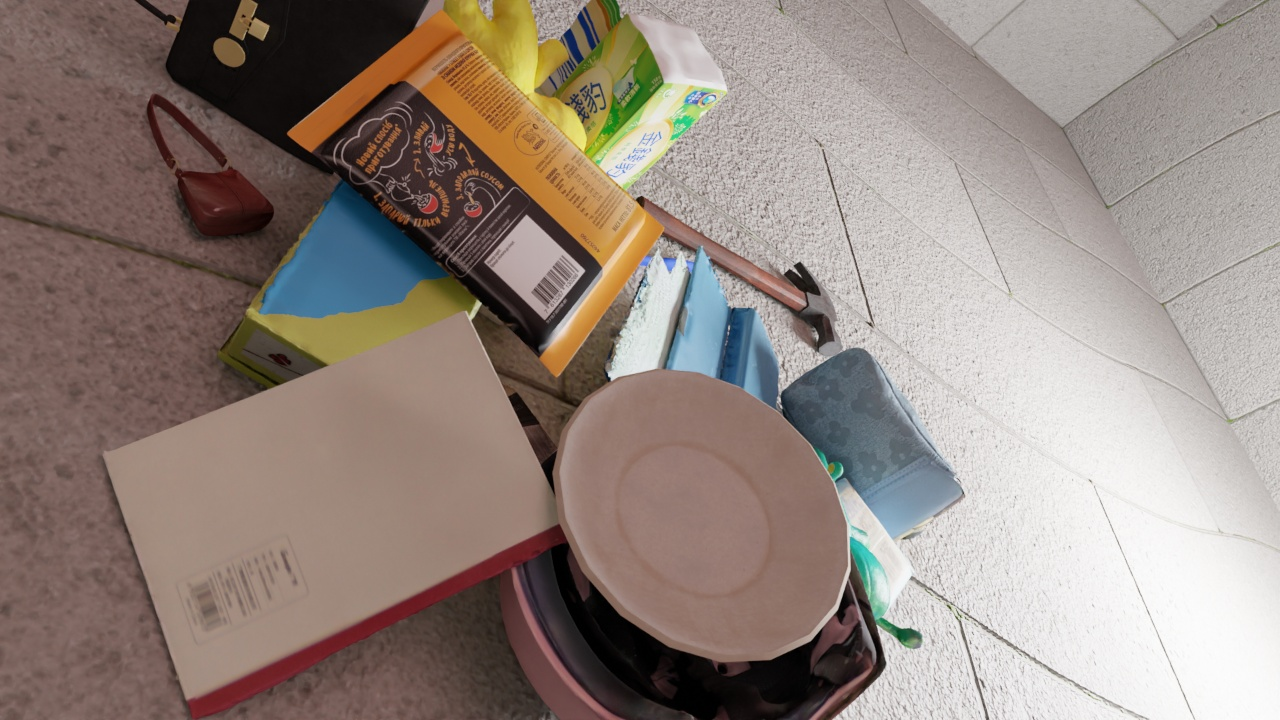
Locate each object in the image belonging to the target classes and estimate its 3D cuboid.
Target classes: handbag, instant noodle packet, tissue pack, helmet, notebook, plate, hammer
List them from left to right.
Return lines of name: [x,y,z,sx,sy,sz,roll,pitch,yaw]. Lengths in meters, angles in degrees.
handbag: [-0.306,-0.138,0.630,0.119,0.029,0.055,51,33,12]
handbag: [-0.272,-0.252,0.641,0.195,0.176,0.072,22,45,-28]
notebook: [-0.162,0.074,0.498,0.208,0.012,0.153,-23,74,-15]
instant noodle packet: [-0.096,-0.117,0.617,0.221,0.032,0.159,43,54,-13]
tissue pack: [-0.039,-0.254,0.868,0.120,0.198,0.141,-9,67,-57]
helmet: [0.016,0.151,0.599,0.254,0.153,0.229,-4,60,-36]
plate: [0.036,0.089,0.544,0.188,0.027,0.188,14,50,-17]
hammer: [0.113,-0.107,1.044,0.300,0.028,0.110,25,43,-30]
tissue pack: [0.159,0.186,0.794,0.112,0.070,0.181,55,38,7]
handbag: [0.226,0.090,0.922,0.192,0.122,0.118,56,3,18]

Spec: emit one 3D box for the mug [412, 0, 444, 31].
mug: [-0.203,-0.262,0.792,0.073,0.090,0.105,-11,66,-51]

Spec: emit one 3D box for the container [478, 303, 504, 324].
container: [-0.132,-0.087,0.744,0.129,0.050,0.080,36,38,-19]

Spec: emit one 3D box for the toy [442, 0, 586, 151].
toy: [-0.117,-0.208,0.787,0.133,0.208,0.092,-14,31,-17]

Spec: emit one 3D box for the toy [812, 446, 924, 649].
toy: [0.150,0.137,0.718,0.130,0.073,0.193,16,40,-32]

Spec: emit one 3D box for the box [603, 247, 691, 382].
box: [0.018,0.004,0.773,0.229,0.035,0.159,-69,145,-52]

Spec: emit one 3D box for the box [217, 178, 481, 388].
box: [-0.165,-0.066,0.619,0.124,0.081,0.220,33,53,-19]

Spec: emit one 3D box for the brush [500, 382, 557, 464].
brush: [-0.105,0.033,0.696,0.151,0.012,0.038,53,36,5]

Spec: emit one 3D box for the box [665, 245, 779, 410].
box: [0.080,0.021,0.827,0.174,0.034,0.230,60,28,-33]

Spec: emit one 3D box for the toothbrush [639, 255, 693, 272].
toothbrush: [0.007,-0.098,0.932,0.182,0.016,0.018,1,63,-46]
